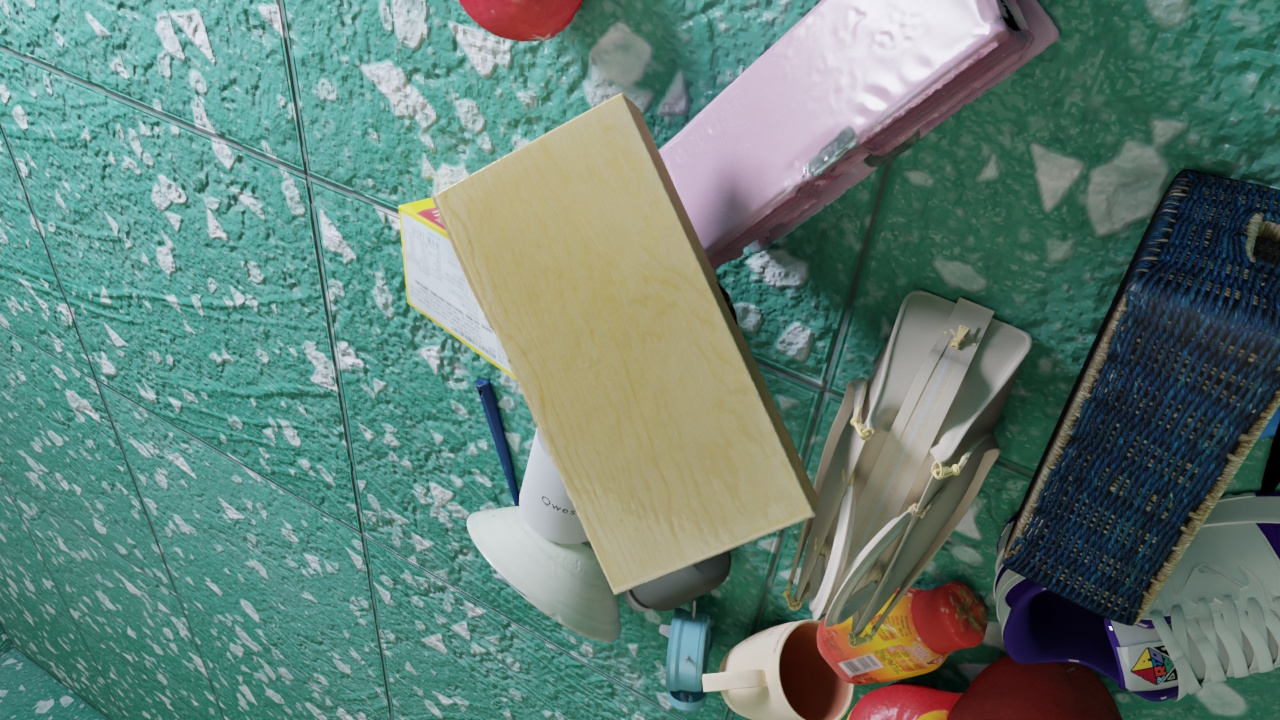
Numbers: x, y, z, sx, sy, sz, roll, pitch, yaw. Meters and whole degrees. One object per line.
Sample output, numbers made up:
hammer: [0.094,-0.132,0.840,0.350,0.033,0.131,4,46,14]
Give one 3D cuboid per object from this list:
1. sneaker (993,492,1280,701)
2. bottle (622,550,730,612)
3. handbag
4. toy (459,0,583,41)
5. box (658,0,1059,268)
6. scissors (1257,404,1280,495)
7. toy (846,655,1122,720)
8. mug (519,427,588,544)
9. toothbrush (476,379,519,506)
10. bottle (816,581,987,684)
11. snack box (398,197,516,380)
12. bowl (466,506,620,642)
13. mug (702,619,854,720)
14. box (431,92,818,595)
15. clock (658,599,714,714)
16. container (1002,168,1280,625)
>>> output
sneaker: [0.324,0.146,0.533,0.245,0.110,0.092,-6,117,38]
bottle: [0.028,0.186,0.810,0.060,0.060,0.109,46,136,-2]
handbag: [0.146,0.083,0.552,0.101,0.197,0.195,26,133,18]
toy: [-0.079,-0.262,0.561,0.092,0.062,0.133,-5,101,24]
box: [0.113,-0.143,0.526,0.233,0.080,0.099,-36,63,45]
scissors: [0.349,0.021,0.493,0.109,0.018,0.131,47,135,1]
toy: [0.251,0.277,0.680,0.217,0.147,0.098,-38,62,47]
mug: [-0.038,0.099,0.789,0.119,0.083,0.097,11,134,-8]
toothbrush: [-0.134,0.100,0.893,0.016,0.017,0.190,11,127,29]
bottle: [0.202,0.210,0.712,0.071,0.048,0.135,50,136,-3]
snack box: [-0.115,-0.052,0.704,0.201,0.042,0.092,31,132,38]
bowl: [-0.072,0.176,0.845,0.176,0.176,0.058,38,92,6]
mug: [0.107,0.273,0.789,0.105,0.111,0.085,-37,53,55]
box: [-0.013,-0.002,0.555,0.179,0.142,0.248,134,113,-82]
clock: [0.043,0.275,0.844,0.042,0.087,0.123,4,139,11]
container: [0.258,0.017,0.461,0.071,0.144,0.188,24,133,24]
